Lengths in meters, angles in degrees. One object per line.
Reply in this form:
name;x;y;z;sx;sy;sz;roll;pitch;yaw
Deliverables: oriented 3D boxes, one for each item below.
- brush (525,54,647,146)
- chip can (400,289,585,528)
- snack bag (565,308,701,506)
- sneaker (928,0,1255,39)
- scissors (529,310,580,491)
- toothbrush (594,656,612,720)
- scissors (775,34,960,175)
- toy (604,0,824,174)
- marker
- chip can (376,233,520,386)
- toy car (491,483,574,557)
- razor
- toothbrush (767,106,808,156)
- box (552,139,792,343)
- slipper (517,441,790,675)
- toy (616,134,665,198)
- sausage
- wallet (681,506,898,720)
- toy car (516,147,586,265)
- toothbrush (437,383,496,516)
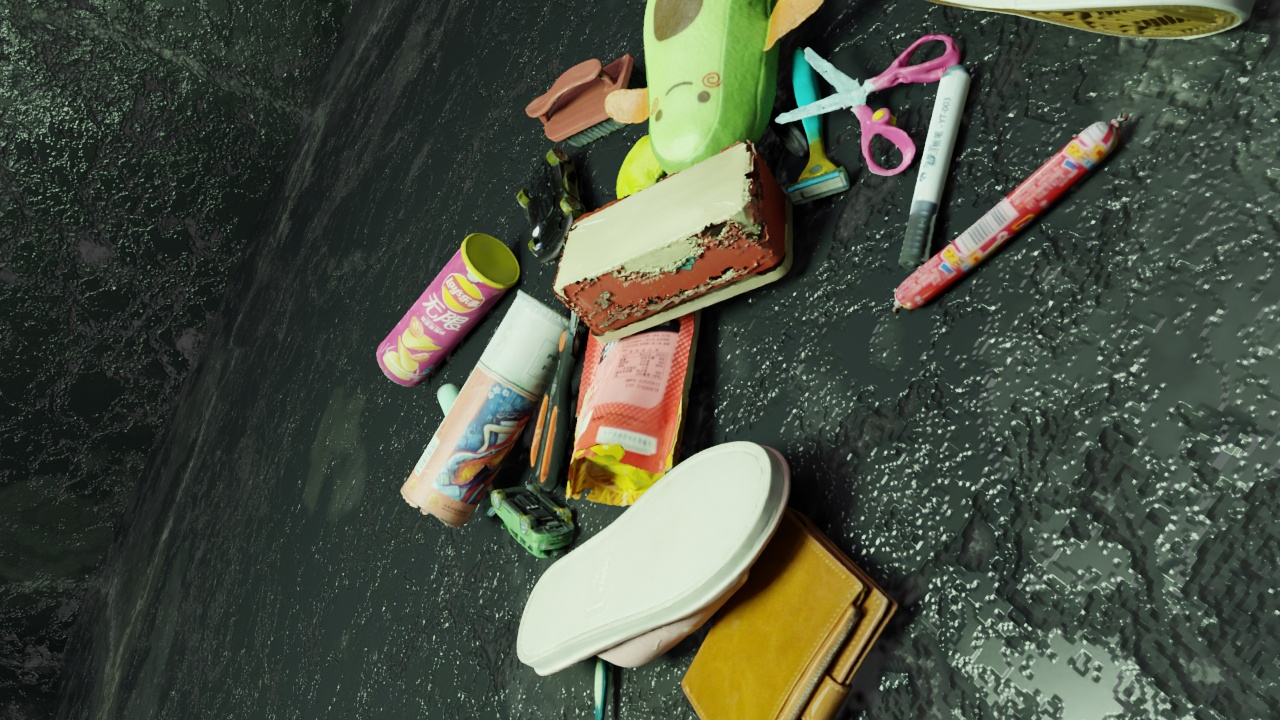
brush;-0.060;-0.263;0.935;0.146;0.069;0.063;-7;65;54
chip can;-0.136;0.044;0.838;0.214;0.071;0.071;-59;33;1
snack bag;-0.004;0.004;0.709;0.129;0.073;0.207;-24;44;39
sneaker;0.218;-0.227;0.485;0.241;0.118;0.088;-126;43;-59
scissors;-0.056;0.001;0.770;0.136;0.021;0.235;-111;35;-59
toothbrush;-0.023;0.218;0.650;0.016;0.018;0.191;-32;45;43
scissors;0.151;-0.181;0.608;0.125;0.017;0.133;-47;52;20
toy;0.052;-0.242;0.708;0.228;0.089;0.246;-17;68;49
marker;0.179;-0.117;0.552;0.023;0.018;0.130;11;80;31
chip can;-0.222;-0.053;1.047;0.211;0.071;0.071;-41;41;36
toy car;-0.092;0.132;0.770;0.091;0.043;0.036;32;121;49
razor;0.121;-0.170;0.655;0.043;0.028;0.132;-17;59;25
toothbrush;0.094;-0.207;0.731;0.016;0.018;0.181;-52;38;24
box;0.018;-0.086;0.660;0.169;0.079;0.091;-20;42;29
slipper;0.007;0.142;0.604;0.275;0.054;0.114;-41;29;38
toy;0.001;-0.158;0.820;0.097;0.031;0.100;-41;41;38
sausage;0.197;-0.075;0.499;0.156;0.020;0.020;-44;39;32
wallet;0.079;0.163;0.513;0.131;0.035;0.119;-62;31;9
toy car;-0.088;-0.156;0.937;0.070;0.042;0.158;-47;37;30
toothbrush;-0.172;0.086;0.932;0.027;0.026;0.224;-44;36;3
